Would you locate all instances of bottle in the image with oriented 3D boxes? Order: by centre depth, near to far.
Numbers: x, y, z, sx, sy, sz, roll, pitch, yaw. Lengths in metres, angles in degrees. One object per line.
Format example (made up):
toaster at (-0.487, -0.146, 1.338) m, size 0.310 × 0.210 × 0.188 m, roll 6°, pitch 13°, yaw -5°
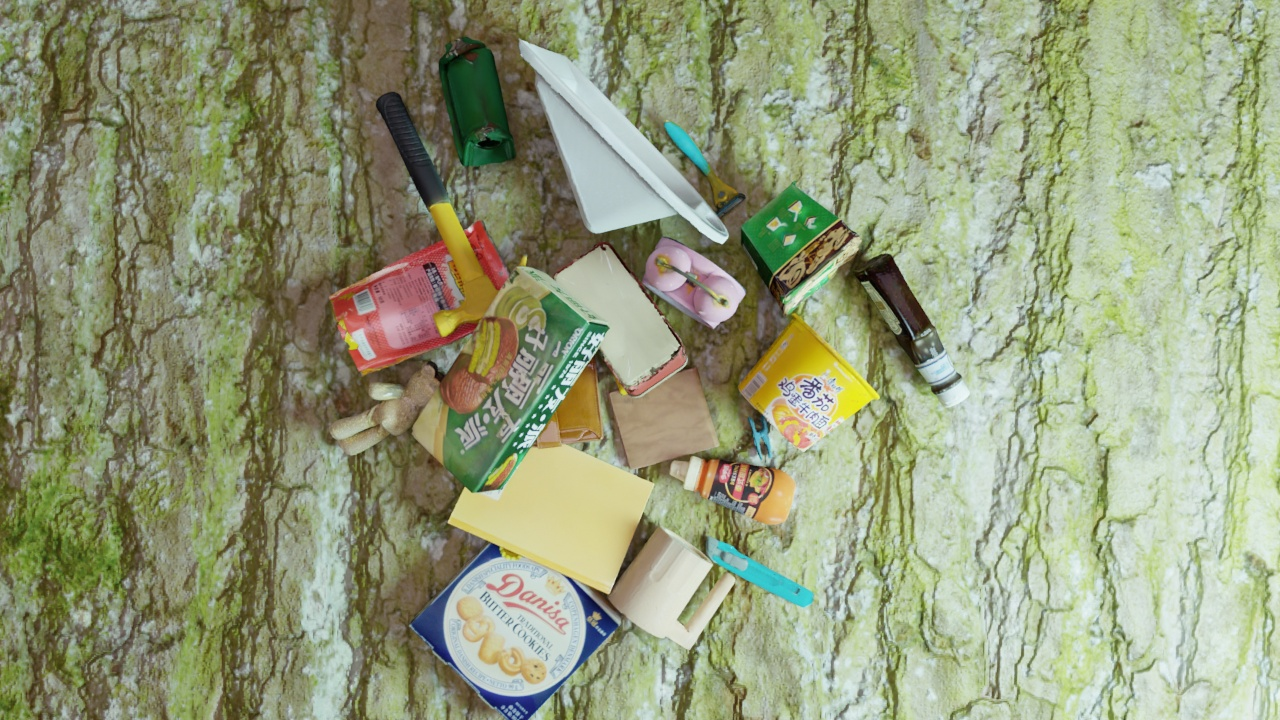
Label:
bottle at (0.322, -0.034, 1.081) m, size 0.044 × 0.080 × 0.195 m, roll -32°, pitch 93°, yaw 3°
bottle at (0.106, 0.147, 1.093) m, size 0.149 × 0.066 × 0.067 m, roll 16°, pitch 90°, yaw 6°

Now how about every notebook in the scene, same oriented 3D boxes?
notebook at (-0.103, 0.168, 1.085) m, size 0.206 × 0.010 × 0.145 m, roll 24°, pitch 67°, yaw -1°

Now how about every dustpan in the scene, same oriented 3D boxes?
dustpan at (-0.004, -0.237, 1.012) m, size 0.143 × 0.222 × 0.258 m, roll -14°, pitch 102°, yaw 11°

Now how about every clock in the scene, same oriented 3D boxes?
clock at (0.058, -0.087, 1.038) m, size 0.117 × 0.158 × 0.060 m, roll 34°, pitch 89°, yaw 0°

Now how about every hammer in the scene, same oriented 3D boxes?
hammer at (-0.234, -0.180, 1.072) m, size 0.128 × 0.033 × 0.300 m, roll -25°, pitch 81°, yaw -14°

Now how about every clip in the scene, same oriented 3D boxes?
clip at (0.147, 0.093, 1.114) m, size 0.047 × 0.014 × 0.057 m, roll -11°, pitch 92°, yaw -3°

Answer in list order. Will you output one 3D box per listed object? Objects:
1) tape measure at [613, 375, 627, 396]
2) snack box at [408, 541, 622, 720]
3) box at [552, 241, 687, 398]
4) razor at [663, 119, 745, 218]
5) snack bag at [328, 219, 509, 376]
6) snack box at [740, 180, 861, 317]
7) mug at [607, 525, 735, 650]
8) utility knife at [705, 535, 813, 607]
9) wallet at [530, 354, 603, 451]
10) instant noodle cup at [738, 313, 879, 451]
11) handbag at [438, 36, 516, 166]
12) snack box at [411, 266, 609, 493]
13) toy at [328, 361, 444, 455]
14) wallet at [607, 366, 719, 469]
tape measure at (-0.007, 0.006, 1.096) m, size 0.060 × 0.029 × 0.057 m, roll -22°, pitch 72°, yaw 3°
snack box at (-0.148, 0.309, 1.096) m, size 0.178 × 0.046 × 0.182 m, roll 44°, pitch 90°, yaw 0°
box at (-0.026, -0.048, 1.054) m, size 0.091 × 0.080 × 0.168 m, roll -35°, pitch 73°, yaw -1°
razor at (0.071, -0.235, 1.101) m, size 0.043 × 0.028 × 0.132 m, roll -36°, pitch 94°, yaw 29°
snack bag at (-0.254, -0.070, 1.085) m, size 0.207 × 0.073 × 0.128 m, roll -25°, pitch 80°, yaw -6°
snack box at (0.176, -0.132, 1.071) m, size 0.117 × 0.118 × 0.105 m, roll -40°, pitch 79°, yaw -1°
mug at (0.040, 0.270, 1.085) m, size 0.124 × 0.084 × 0.103 m, roll 36°, pitch 89°, yaw -16°
utility knife at (0.143, 0.258, 1.115) m, size 0.151 × 0.013 × 0.029 m, roll 28°, pitch 96°, yaw -1°
wallet at (-0.112, 0.058, 1.094) m, size 0.130 × 0.035 × 0.119 m, roll -7°, pitch 74°, yaw -2°
instant noodle cup at (0.188, 0.031, 1.059) m, size 0.138 × 0.138 × 0.110 m, roll 44°, pitch 97°, yaw -1°
handbag at (-0.190, -0.294, 1.053) m, size 0.068 × 0.120 × 0.131 m, roll -13°, pitch 89°, yaw -7°
snack box at (-0.148, 0.023, 1.032) m, size 0.114 × 0.063 × 0.240 m, roll 40°, pitch 103°, yaw 21°
toy at (-0.295, 0.060, 1.089) m, size 0.157 × 0.066 × 0.105 m, roll -29°, pitch 123°, yaw 4°
wallet at (0.027, 0.071, 1.110) m, size 0.115 × 0.020 × 0.101 m, roll -17°, pitch 89°, yaw 2°
